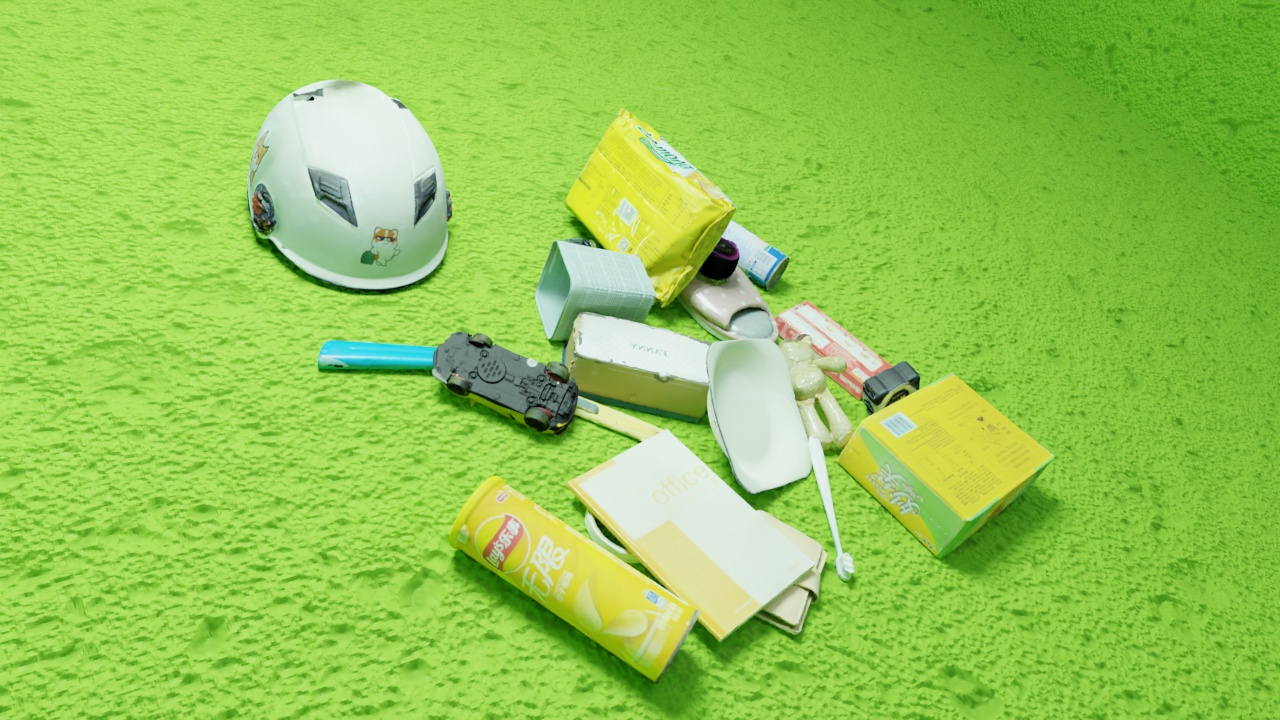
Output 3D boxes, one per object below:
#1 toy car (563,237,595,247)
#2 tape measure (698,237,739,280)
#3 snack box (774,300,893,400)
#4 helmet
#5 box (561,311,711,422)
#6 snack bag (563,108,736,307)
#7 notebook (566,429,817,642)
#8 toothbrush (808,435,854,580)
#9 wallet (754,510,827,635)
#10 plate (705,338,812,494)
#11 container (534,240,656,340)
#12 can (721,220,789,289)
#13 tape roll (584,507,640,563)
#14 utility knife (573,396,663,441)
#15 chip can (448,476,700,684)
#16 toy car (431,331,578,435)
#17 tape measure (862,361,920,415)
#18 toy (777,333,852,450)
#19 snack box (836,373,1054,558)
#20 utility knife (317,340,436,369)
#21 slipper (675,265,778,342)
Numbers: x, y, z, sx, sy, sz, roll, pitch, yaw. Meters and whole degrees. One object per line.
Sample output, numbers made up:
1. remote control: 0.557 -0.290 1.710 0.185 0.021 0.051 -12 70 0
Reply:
1. toy car: -0.064 -0.118 1.149 0.043 0.036 0.091 -16 52 -40
2. tape measure: 0.095 -0.131 1.150 0.058 0.039 0.056 34 40 10
3. snack box: 0.249 -0.016 1.189 0.153 0.026 0.075 42 41 22
4. helmet: -0.326 -0.222 1.048 0.229 0.157 0.274 -6 47 -31
5. box: -0.006 0.006 1.015 0.184 0.062 0.089 13 39 -9
6. snack bag: 0.002 -0.193 1.158 0.068 0.158 0.246 10 32 -48
7. notebook: 0.048 0.157 0.874 0.145 0.010 0.206 -24 55 -41
8. toothbrush: 0.200 0.149 0.968 0.016 0.016 0.179 11 45 -16
9. wallet: 0.133 0.202 0.881 0.087 0.024 0.114 29 38 6
10. plate: 0.119 0.058 0.986 0.164 0.034 0.163 -4 77 -51
11. container: -0.052 -0.077 1.067 0.111 0.090 0.089 4 42 -26
12. can: 0.138 -0.156 1.278 0.134 0.053 0.053 36 40 16
13. tape roll: -0.010 0.154 0.875 0.085 0.014 0.085 13 39 -11
14. utility knife: -0.060 0.053 0.973 0.216 0.022 0.030 17 36 2
15. chip can: -0.056 0.182 0.774 0.213 0.072 0.071 31 39 10
16. toy car: -0.137 0.021 0.938 0.156 0.041 0.071 23 60 -3
17. tape measure: 0.305 0.040 1.119 0.065 0.066 0.033 -23 48 -9
18. toy: 0.201 0.038 1.083 0.105 0.066 0.157 -26 51 8
19. snack box: 0.351 0.113 1.052 0.209 0.070 0.157 -20 54 -41
20. utility knife: -0.219 -0.002 0.951 0.218 0.018 0.034 2 41 -22
21. slipper: 0.079 -0.113 1.197 0.114 0.055 0.274 -19 54 -40
